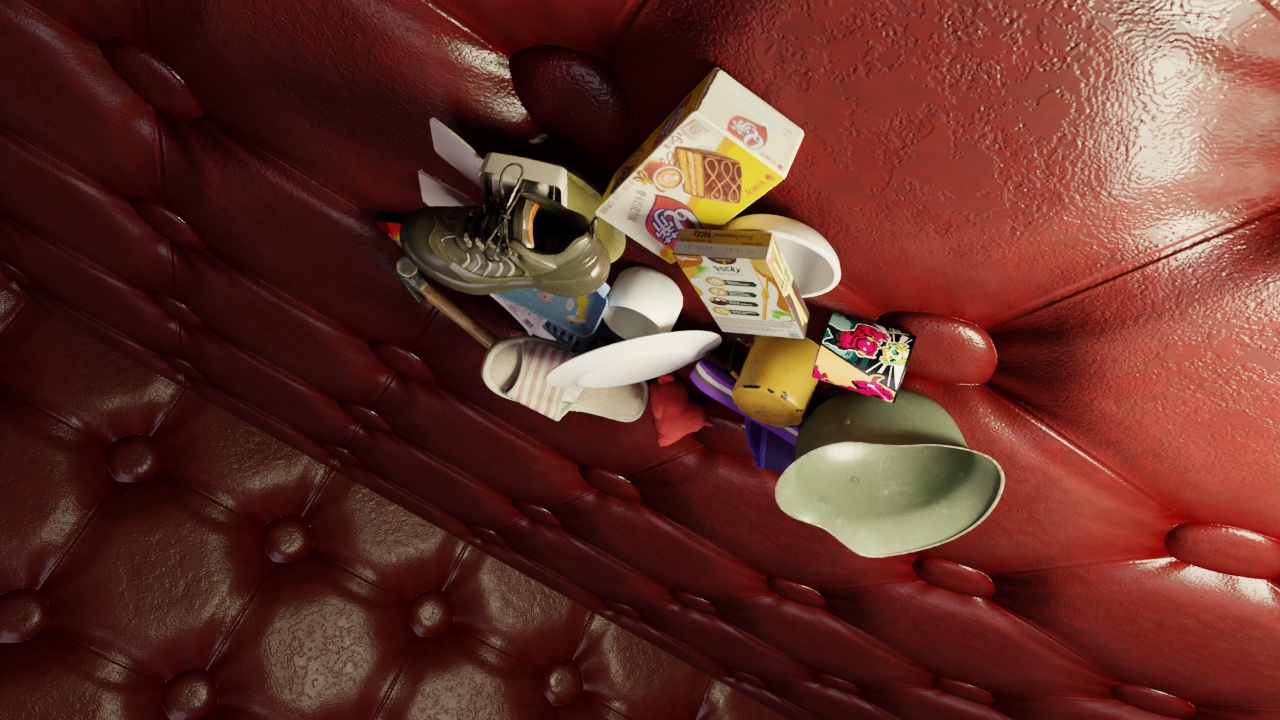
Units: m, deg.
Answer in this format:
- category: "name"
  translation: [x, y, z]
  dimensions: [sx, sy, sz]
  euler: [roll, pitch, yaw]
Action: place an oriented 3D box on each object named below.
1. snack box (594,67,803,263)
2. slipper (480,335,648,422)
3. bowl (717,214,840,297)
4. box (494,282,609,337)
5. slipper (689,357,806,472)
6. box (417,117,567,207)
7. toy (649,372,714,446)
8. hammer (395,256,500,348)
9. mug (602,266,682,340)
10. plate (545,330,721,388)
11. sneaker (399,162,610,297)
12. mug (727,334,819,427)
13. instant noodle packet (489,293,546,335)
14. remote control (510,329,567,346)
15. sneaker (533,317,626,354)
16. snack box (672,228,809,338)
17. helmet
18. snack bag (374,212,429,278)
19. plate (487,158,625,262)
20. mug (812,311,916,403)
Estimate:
- category: "snack box"
  translation: [0.053, -0.188, 0.936]
  dimensions: [0.110, 0.061, 0.231]
  euler: [32, 153, -15]
- category: "slipper"
  translation: [-0.110, 0.036, 1.396]
  dimensions: [0.262, 0.115, 0.052]
  euler: [15, -179, -15]
- category: "bowl"
  translation: [0.145, -0.120, 0.991]
  dimensions: [0.149, 0.043, 0.150]
  euler: [14, 161, 5]
- category: "box"
  translation: [-0.142, -0.107, 1.162]
  dimensions: [0.209, 0.085, 0.073]
  euler: [26, -176, 22]
- category: "slipper"
  translation: [0.171, 0.101, 1.282]
  dimensions: [0.266, 0.084, 0.107]
  euler: [31, -167, -14]
- category: "box"
  translation: [-0.170, -0.195, 1.056]
  dimensions: [0.187, 0.057, 0.145]
  euler: [21, 153, 3]
- category: "toy"
  translation: [0.061, 0.059, 1.409]
  dimensions: [0.094, 0.088, 0.133]
  euler: [-9, 128, -1]
- category: "hammer"
  translation: [-0.243, -0.038, 1.426]
  dimensions: [0.330, 0.033, 0.132]
  euler: [39, 166, -7]
- category: "mug"
  translation: [0.007, -0.065, 1.197]
  dimensions: [0.094, 0.068, 0.116]
  euler: [9, 150, 31]
- category: "plate"
  translation: [-0.007, 0.007, 1.233]
  dimensions: [0.242, 0.016, 0.243]
  euler: [-13, 168, -3]
- category: "sneaker"
  translation: [-0.151, -0.136, 0.985]
  dimensions: [0.238, 0.101, 0.143]
  euler: [7, 157, 1]
- category: "mug"
  translation: [0.167, 0.020, 1.181]
  dimensions: [0.124, 0.094, 0.101]
  euler: [27, 154, -2]
- category: "instant noodle packet"
  translation: [-0.163, -0.103, 1.271]
  dimensions: [0.134, 0.087, 0.026]
  euler: [45, -176, -35]
- category: "remote control"
  translation: [-0.155, -0.029, 1.468]
  dimensions: [0.126, 0.018, 0.038]
  euler: [9, 153, 34]
- category: "sneaker"
  translation: [-0.077, -0.035, 1.316]
  dimensions: [0.236, 0.079, 0.087]
  euler: [5, 147, 36]
- category: "snack box"
  translation: [0.115, -0.081, 1.004]
  dimensions: [0.101, 0.031, 0.186]
  euler: [6, 159, 25]
- category: "helmet"
  translation: [0.295, 0.120, 1.156]
  dimensions: [0.268, 0.153, 0.227]
  euler: [-2, 135, -5]
- category: "snack bag"
  translation: [-0.285, -0.159, 1.327]
  dimensions: [0.208, 0.066, 0.139]
  euler: [15, 159, 41]
- category: "plate"
  translation: [-0.095, -0.187, 1.099]
  dimensions: [0.184, 0.036, 0.185]
  euler: [21, 153, 11]
- category: "mug"
  translation: [0.265, -0.003, 1.085]
  dimensions: [0.098, 0.082, 0.118]
  euler: [18, -179, 15]
